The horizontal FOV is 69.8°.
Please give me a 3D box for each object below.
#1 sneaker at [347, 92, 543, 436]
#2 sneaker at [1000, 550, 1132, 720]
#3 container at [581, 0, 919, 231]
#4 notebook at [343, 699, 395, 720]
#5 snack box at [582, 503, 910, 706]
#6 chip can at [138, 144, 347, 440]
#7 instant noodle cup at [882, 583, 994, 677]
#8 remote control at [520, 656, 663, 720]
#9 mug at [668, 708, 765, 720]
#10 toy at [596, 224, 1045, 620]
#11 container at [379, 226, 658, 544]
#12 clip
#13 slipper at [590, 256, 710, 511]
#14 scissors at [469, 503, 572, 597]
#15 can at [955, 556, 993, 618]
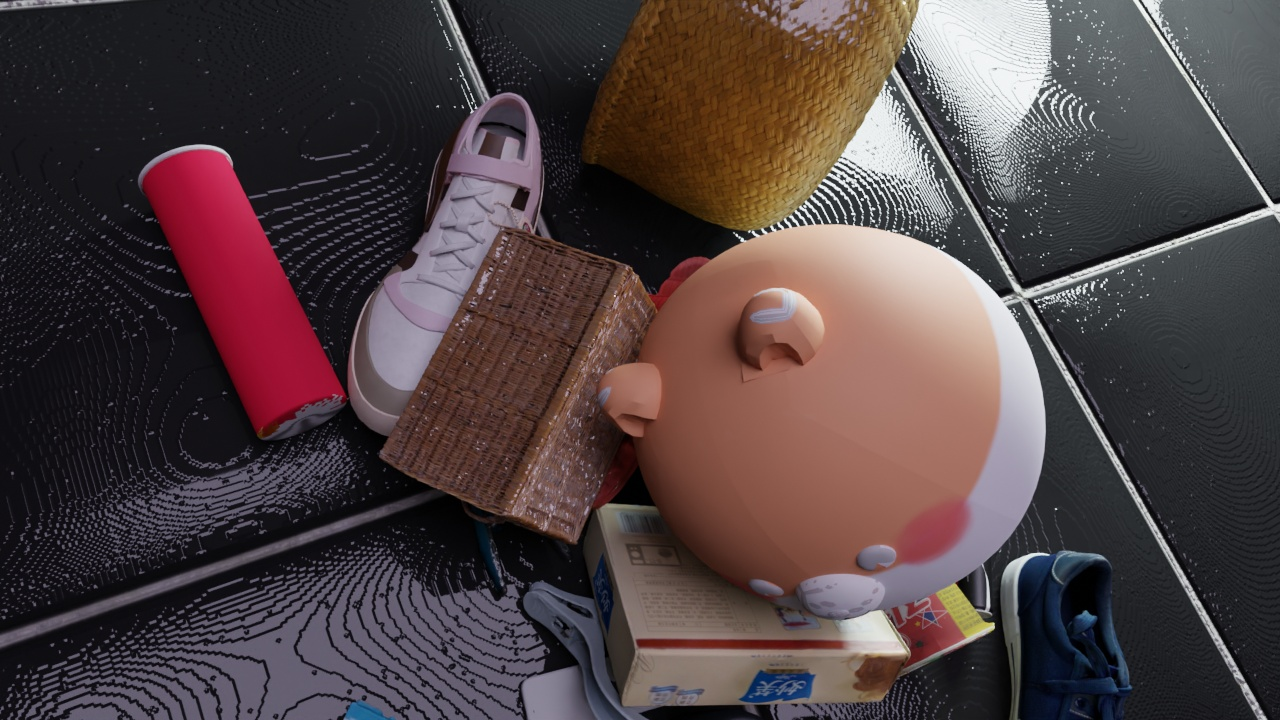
[{"bbox_3d":[-0.135,-0.084,0.700,0.111,0.117,0.293,21,63,-5],"label":"sneaker"},{"bbox_3d":[0.367,0.296,0.758,0.120,0.127,0.294,16,65,-15],"label":"sneaker"},{"bbox_3d":[0.102,-0.269,0.802,0.196,0.308,0.306,28,61,-3],"label":"container"},{"bbox_3d":[-0.102,0.342,0.559,0.253,0.009,0.181,25,89,1],"label":"notebook"},{"bbox_3d":[0.072,0.181,0.691,0.207,0.055,0.153,6,28,-18],"label":"snack box"},{"bbox_3d":[-0.298,-0.051,0.688,0.069,0.069,0.220,-24,78,-28],"label":"chip can"},{"bbox_3d":[0.219,0.196,0.767,0.100,0.101,0.112,-16,66,-26],"label":"instant noodle cup"},{"bbox_3d":[-0.017,0.248,0.698,0.146,0.008,0.045,-7,71,-23],"label":"remote control"},{"bbox_3d":[0.047,0.307,0.647,0.085,0.095,0.121,37,60,-2],"label":"mug"},{"bbox_3d":[0.119,0.039,0.614,0.280,0.264,0.265,24,52,-39],"label":"toy"},{"bbox_3d":[-0.073,0.021,0.654,0.114,0.113,0.198,19,75,28],"label":"container"},{"bbox_3d":[0.010,0.213,0.691,0.164,0.031,0.169,-5,36,-42],"label":"clip"},{"bbox_3d":[-0.004,0.004,0.746,0.059,0.104,0.248,45,63,-33],"label":"slipper"},{"bbox_3d":[-0.107,0.114,0.717,0.119,0.019,0.151,12,62,-15],"label":"scissors"},{"bbox_3d":[0.301,0.190,0.830,0.031,0.032,0.080,15,63,-14],"label":"can"}]
